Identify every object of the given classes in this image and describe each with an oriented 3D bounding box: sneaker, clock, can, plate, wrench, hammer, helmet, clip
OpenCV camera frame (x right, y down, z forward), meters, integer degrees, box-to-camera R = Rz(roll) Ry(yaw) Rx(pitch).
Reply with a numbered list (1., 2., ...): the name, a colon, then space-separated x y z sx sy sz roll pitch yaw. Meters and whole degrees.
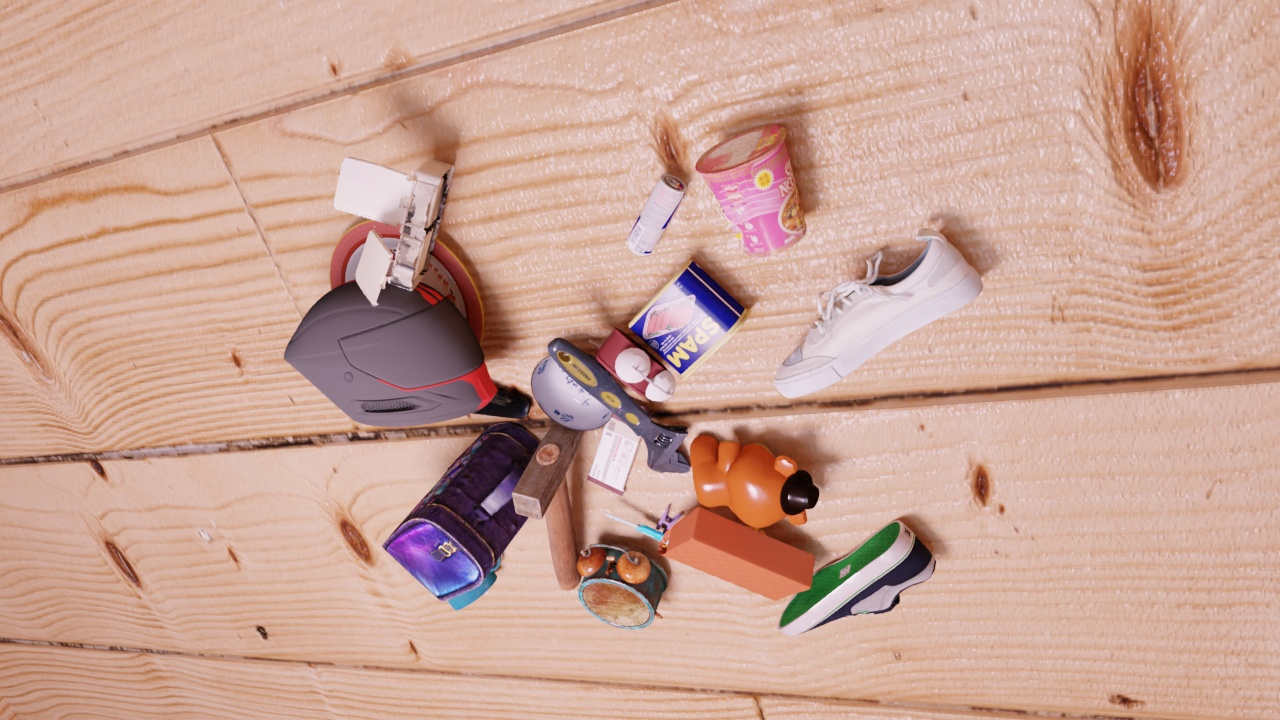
1. sneaker: 0.271 0.297 1.161 0.079 0.084 0.236 41 123 -5
2. clock: -0.006 0.007 1.084 0.087 0.124 0.044 36 95 -37
3. can: 0.017 -0.160 1.019 0.032 0.032 0.095 33 126 2
4. plate: -0.306 -0.081 1.209 0.230 0.021 0.230 11 123 17
5. clock: -0.028 0.304 1.294 0.121 0.073 0.158 2 131 22
6. wrench: -0.019 0.059 1.126 0.073 0.022 0.273 -33 125 19
7. sneaker: 0.230 -0.051 0.969 0.243 0.089 0.091 -34 98 28
8. hammer: -0.108 0.219 1.262 0.037 0.157 0.301 13 136 15
9. helmet: -0.314 -0.020 1.134 0.265 0.164 0.170 -2 108 15
10. clip: 0.036 0.218 1.254 0.035 0.013 0.052 35 129 1
11. can: 0.054 -0.047 1.058 0.092 0.056 0.117 42 126 -4

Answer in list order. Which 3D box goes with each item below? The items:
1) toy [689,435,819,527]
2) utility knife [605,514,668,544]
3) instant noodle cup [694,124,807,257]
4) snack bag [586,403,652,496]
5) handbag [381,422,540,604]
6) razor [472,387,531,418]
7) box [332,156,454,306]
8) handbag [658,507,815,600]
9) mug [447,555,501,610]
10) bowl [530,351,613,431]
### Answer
1. toy: 0.134 0.152 1.124 0.176 0.096 0.112 18 130 46
2. utility knife: 0.021 0.238 1.255 0.151 0.015 0.022 23 153 -4
3. instant noodle cup: 0.121 -0.169 0.938 0.098 0.097 0.109 -12 121 28
4. snack bag: -0.029 0.114 1.217 0.057 0.013 0.158 24 126 10
5. handbag: -0.222 0.201 1.238 0.125 0.204 0.223 45 132 -8
6. razor: -0.221 0.057 1.248 0.151 0.053 0.067 9 150 8
7. box: -0.291 -0.155 1.028 0.106 0.192 0.144 17 109 -7
8. handbag: 0.123 0.251 1.189 0.172 0.060 0.109 24 145 -13
9. mug: -0.270 0.307 1.404 0.112 0.084 0.104 -34 98 6
10. bowl: -0.078 0.030 1.166 0.114 0.045 0.114 10 123 16
